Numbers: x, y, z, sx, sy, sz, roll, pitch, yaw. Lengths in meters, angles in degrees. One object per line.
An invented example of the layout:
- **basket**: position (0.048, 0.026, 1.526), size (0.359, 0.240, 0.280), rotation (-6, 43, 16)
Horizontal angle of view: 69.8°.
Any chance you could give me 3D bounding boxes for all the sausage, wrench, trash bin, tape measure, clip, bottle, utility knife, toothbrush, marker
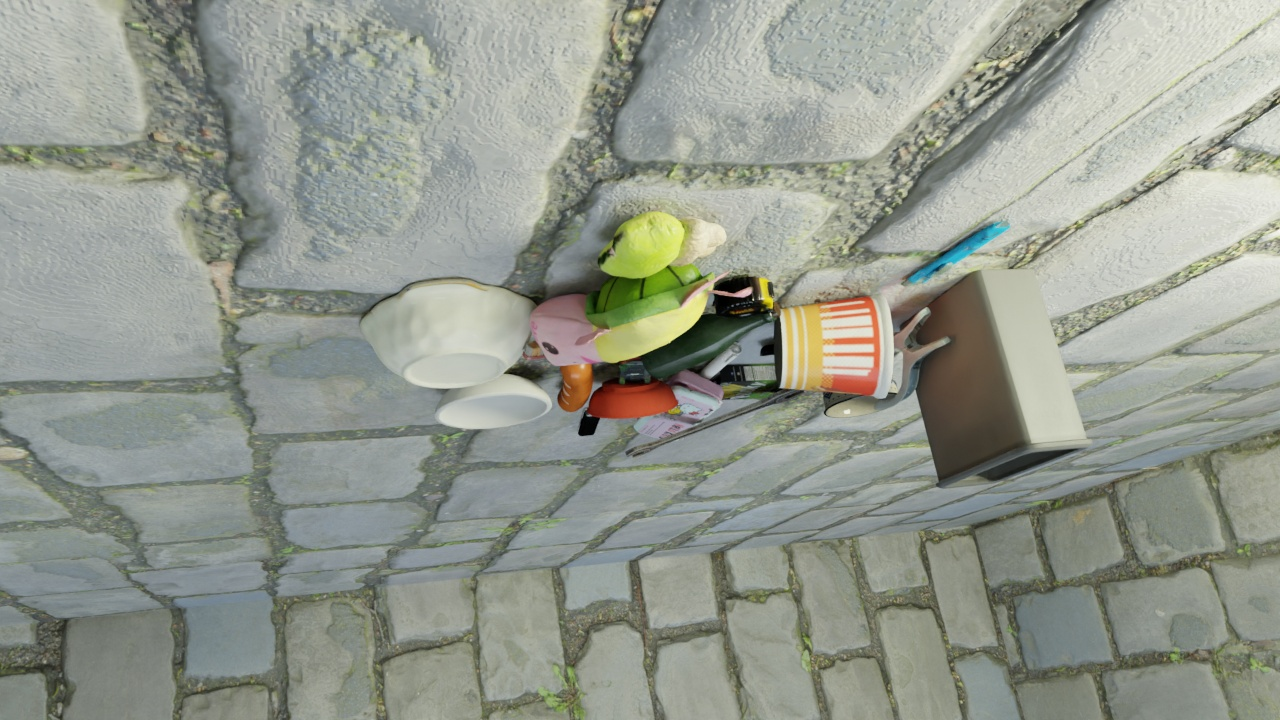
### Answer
- **sausage**: position (-0.084, 0.030, 1.188), size (0.044, 0.039, 0.164), rotation (18, 159, 0)
- **wrench**: position (0.107, 0.087, 1.305), size (0.273, 0.010, 0.070), rotation (-20, 166, -4)
- **trash bin**: position (0.423, 0.026, 1.124), size (0.097, 0.219, 0.192), rotation (-3, 160, -17)
- **tape measure**: position (0.110, -0.071, 0.993), size (0.067, 0.038, 0.062), rotation (-7, 169, 5)
- **clip**: position (0.312, -0.027, 1.181), size (0.029, 0.143, 0.172), rotation (-24, 155, -34)
- **bottle**: position (0.083, -0.030, 1.069), size (0.175, 0.055, 0.055), rotation (-21, 157, 29)
- **utility knife**: position (0.345, -0.115, 1.002), size (0.031, 0.015, 0.159), rotation (-4, 160, -27)
- **toothbrush**: position (-0.054, -0.023, 1.036), size (0.184, 0.015, 0.016), rotation (-11, 135, -40)
- **marker**: position (0.102, 0.009, 1.237), size (0.017, 0.020, 0.134), rotation (12, 156, -16)

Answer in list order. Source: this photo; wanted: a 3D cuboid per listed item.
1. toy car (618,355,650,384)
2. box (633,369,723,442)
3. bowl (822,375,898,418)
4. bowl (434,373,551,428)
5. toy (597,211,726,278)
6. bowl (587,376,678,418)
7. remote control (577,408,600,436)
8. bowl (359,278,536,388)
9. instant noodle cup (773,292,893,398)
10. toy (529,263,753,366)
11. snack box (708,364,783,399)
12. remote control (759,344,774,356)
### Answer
- **toy car**: position (-0.007, 0.007, 1.154), size (0.042, 0.036, 0.091), rotation (-3, 168, -2)
- **box**: position (0.053, 0.075, 1.328), size (0.086, 0.044, 0.203), rotation (24, 154, -8)
- **bowl**: position (0.325, 0.040, 1.365), size (0.115, 0.059, 0.116), rotation (-8, 161, -3)
- **bowl**: position (-0.191, 0.047, 1.184), size (0.149, 0.043, 0.150), rotation (-8, 161, -3)
- **toy**: position (0.022, -0.106, 0.840), size (0.115, 0.046, 0.092), rotation (-8, 163, -22)
- **bowl**: position (-0.012, 0.045, 1.213), size (0.122, 0.035, 0.122), rotation (-5, -169, 1)
- **remote control**: position (-0.078, 0.097, 1.422), size (0.028, 0.011, 0.124), rotation (-5, 160, -11)
- **bowl**: position (-0.199, -0.015, 0.979), size (0.188, 0.060, 0.220), rotation (-7, 160, -6)
- **instant noodle cup**: position (0.224, -0.016, 1.086), size (0.121, 0.123, 0.123), rotation (-1, 161, 2)
- **toy**: position (-0.004, -0.049, 0.925), size (0.239, 0.087, 0.189), rotation (-16, -178, 31)
- **snack box**: position (0.164, 0.031, 1.321), size (0.147, 0.025, 0.080), rotation (-1, 159, -21)
- **remote control**: position (0.229, -0.028, 1.183), size (0.152, 0.020, 0.041), rotation (-15, -175, 18)
